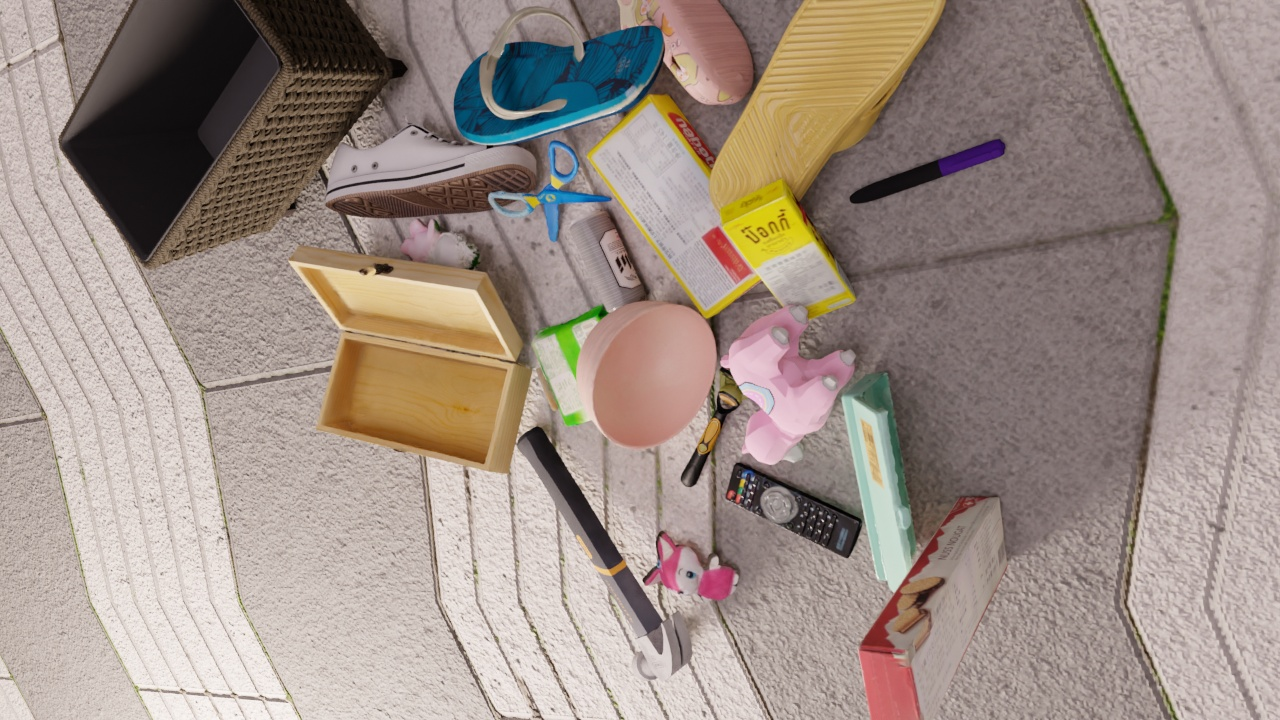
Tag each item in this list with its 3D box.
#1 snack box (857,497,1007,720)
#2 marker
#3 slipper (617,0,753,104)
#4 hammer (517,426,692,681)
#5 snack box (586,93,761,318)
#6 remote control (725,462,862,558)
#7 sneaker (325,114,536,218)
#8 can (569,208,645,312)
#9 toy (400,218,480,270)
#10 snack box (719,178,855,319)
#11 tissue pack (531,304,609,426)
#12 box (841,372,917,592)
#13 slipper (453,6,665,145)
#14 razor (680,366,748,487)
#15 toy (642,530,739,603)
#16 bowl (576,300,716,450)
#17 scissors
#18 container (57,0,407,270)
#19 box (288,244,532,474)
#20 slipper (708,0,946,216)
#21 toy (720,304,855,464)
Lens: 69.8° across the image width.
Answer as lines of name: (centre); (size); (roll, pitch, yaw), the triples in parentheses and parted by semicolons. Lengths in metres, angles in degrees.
snack box: (0.245, 0.197, 0.748); (0.044, 0.272, 0.077); (-4, 104, 35)
marker: (0.242, -0.159, 0.784); (0.134, 0.018, 0.015); (-16, 118, 30)
slipper: (0.019, -0.302, 0.816); (0.082, 0.093, 0.197); (-33, 89, 42)
hammer: (-0.047, 0.213, 1.024); (0.312, 0.035, 0.140); (56, 149, 8)
snack box: (0.043, -0.147, 0.876); (0.092, 0.042, 0.200); (-37, 88, 31)
remote control: (0.153, 0.149, 0.928); (0.140, 0.021, 0.045); (23, 114, 24)
sneaker: (-0.223, -0.214, 0.977); (0.246, 0.091, 0.097); (-3, 79, 24)
can: (-0.032, -0.098, 0.930); (0.044, 0.043, 0.106); (-22, 95, 31)
toy: (-0.223, -0.113, 1.026); (0.109, 0.041, 0.096); (40, 119, 17)
snack box: (0.131, -0.091, 0.804); (0.061, 0.025, 0.149); (-23, 136, 24)
tissue pack: (-0.060, 0.009, 0.983); (0.100, 0.034, 0.114); (-20, 96, 28)
box: (0.218, 0.116, 0.817); (0.055, 0.138, 0.187); (-9, 101, 22)
slipper: (-0.099, -0.260, 0.836); (0.295, 0.060, 0.118); (9, 78, 46)
razor: (0.074, 0.075, 0.945); (0.044, 0.021, 0.144); (32, 120, 15)
toy: (0.053, 0.232, 0.991); (0.102, 0.050, 0.065); (15, 108, 17)
bowl: (-0.005, 0.005, 0.903); (0.076, 0.152, 0.153); (29, 120, 46)
scissors: (-0.093, -0.168, 0.929); (0.127, 0.013, 0.126); (5, 136, 3)
container: (-0.421, -0.273, 0.978); (0.322, 0.204, 0.176); (-38, 87, 31)
box: (-0.255, -0.006, 1.032); (0.248, 0.118, 0.253); (10, 121, 22)
slipper: (0.152, -0.225, 0.774); (0.099, 0.078, 0.264); (41, 120, 11)
toy: (0.128, 0.030, 0.858); (0.123, 0.067, 0.158); (42, 139, 4)
